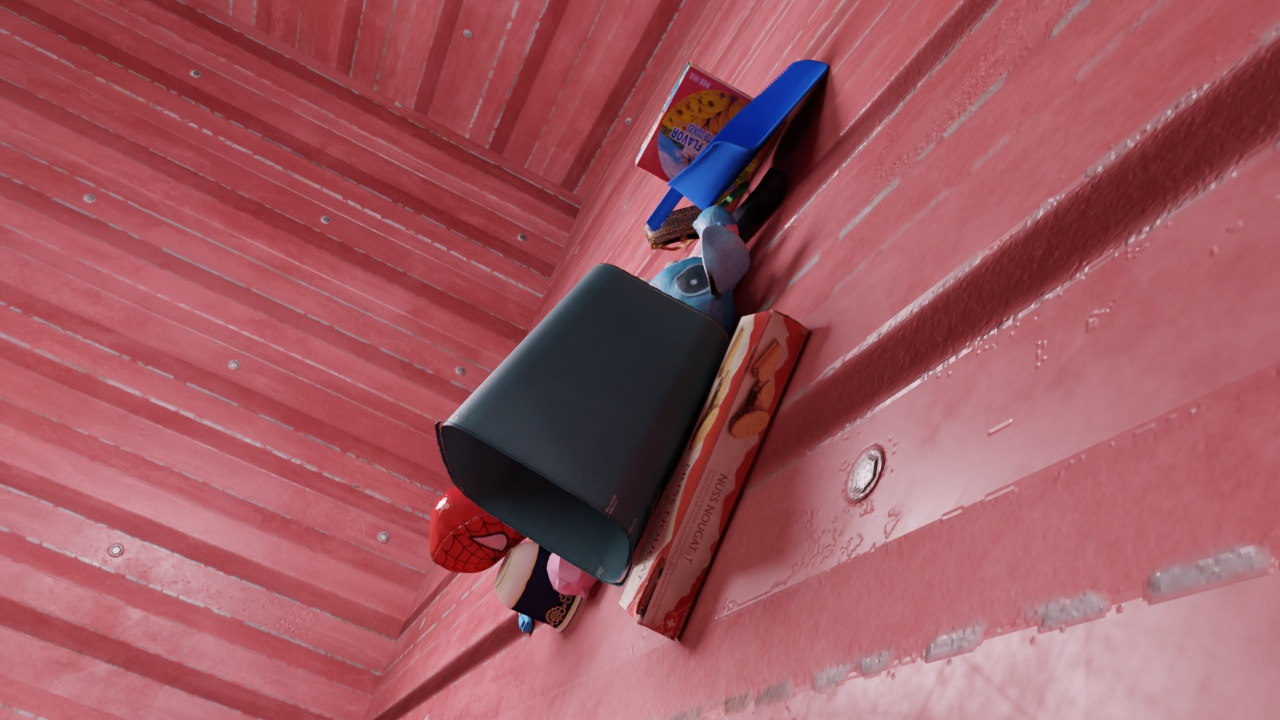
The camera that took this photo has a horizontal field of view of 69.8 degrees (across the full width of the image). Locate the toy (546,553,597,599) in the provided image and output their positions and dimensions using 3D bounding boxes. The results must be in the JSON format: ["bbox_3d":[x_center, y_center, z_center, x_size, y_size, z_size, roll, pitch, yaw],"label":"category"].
[{"bbox_3d":[-0.053,0.178,1.010,0.124,0.067,0.157,-46,26,51],"label":"toy"}]

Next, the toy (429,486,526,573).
[{"bbox_3d":[-0.157,0.180,1.111,0.098,0.216,0.148,54,160,33],"label":"toy"}]

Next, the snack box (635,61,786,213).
[{"bbox_3d":[0.088,-0.284,1.182,0.145,0.142,0.040,-60,14,23],"label":"snack box"}]

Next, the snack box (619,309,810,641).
[{"bbox_3d":[0.058,0.088,0.758,0.272,0.044,0.077,-65,11,-7],"label":"snack box"}]

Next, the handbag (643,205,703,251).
[{"bbox_3d":[0.053,-0.169,1.290,0.196,0.093,0.043,90,164,-85],"label":"handbag"}]

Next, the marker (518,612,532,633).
[{"bbox_3d":[-0.159,0.346,1.246,0.018,0.015,0.123,-66,10,-5],"label":"marker"}]

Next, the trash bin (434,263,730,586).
[{"bbox_3d":[-0.040,0.052,0.845,0.218,0.199,0.197,-56,-11,-26],"label":"trash bin"}]

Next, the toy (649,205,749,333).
[{"bbox_3d":[0.053,-0.066,0.997,0.225,0.099,0.190,-56,8,37],"label":"toy"}]

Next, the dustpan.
[{"bbox_3d":[0.090,-0.230,1.093,0.244,0.059,0.258,-51,1,-43],"label":"dustpan"}]

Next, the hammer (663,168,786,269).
[{"bbox_3d":[0.089,-0.134,1.132,0.313,0.035,0.139,-46,20,54],"label":"hammer"}]

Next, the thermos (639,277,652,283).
[{"bbox_3d":[-0.055,-0.028,1.248,0.229,0.101,0.069,-54,-15,-36],"label":"thermos"}]

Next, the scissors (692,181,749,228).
[{"bbox_3d":[0.099,-0.189,1.139,0.108,0.012,0.131,-38,2,0],"label":"scissors"}]

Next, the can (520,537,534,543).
[{"bbox_3d":[-0.135,0.238,1.238,0.125,0.066,0.066,-45,22,58],"label":"can"}]

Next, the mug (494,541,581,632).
[{"bbox_3d":[-0.124,0.264,1.076,0.112,0.089,0.085,-52,17,47],"label":"mug"}]
